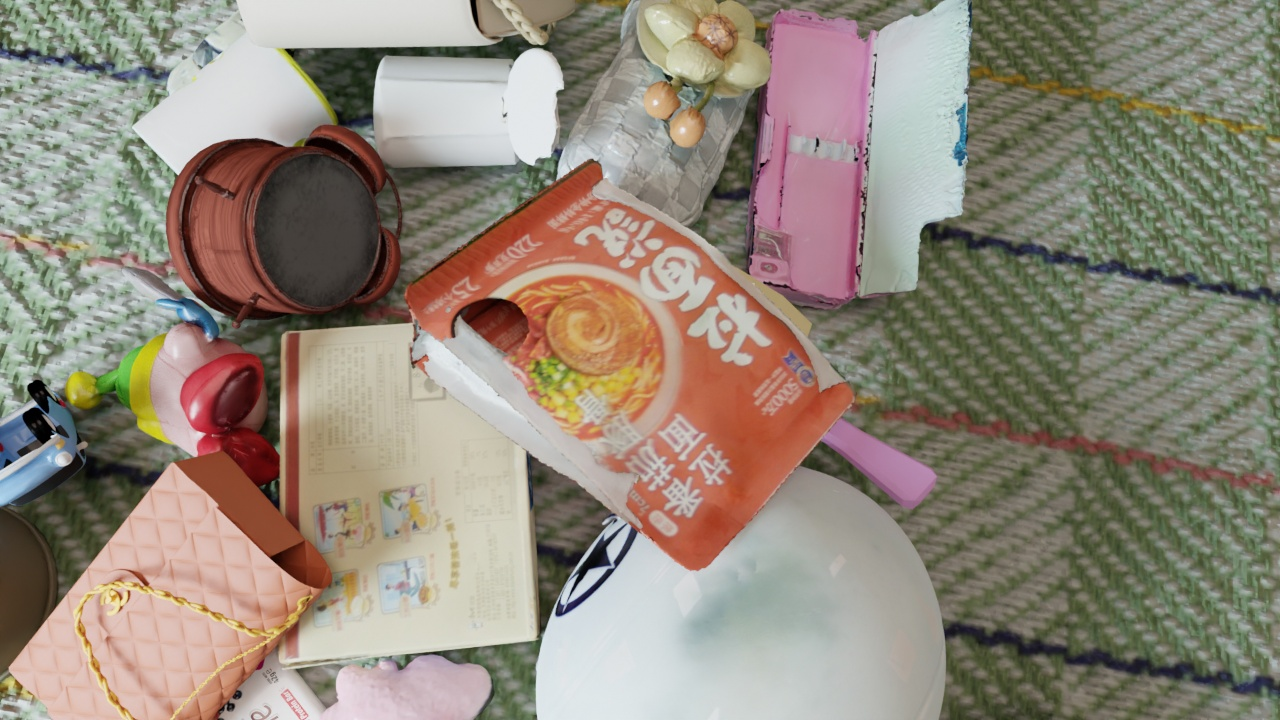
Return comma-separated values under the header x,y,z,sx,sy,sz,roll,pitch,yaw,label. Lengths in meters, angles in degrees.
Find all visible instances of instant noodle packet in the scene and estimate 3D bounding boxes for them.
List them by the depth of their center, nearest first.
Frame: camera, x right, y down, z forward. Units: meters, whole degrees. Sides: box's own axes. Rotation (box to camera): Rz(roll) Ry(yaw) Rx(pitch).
x,y,z,sx,sy,sz,roll,pitch,yaw,label
-0.003,0.003,0.539,0.221,0.084,0.164,39,58,17,instant noodle packet

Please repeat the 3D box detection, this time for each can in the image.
x,y,z,sx,sy,sz,roll,pitch,yaw,label
-0.431,0.142,0.545,0.128,0.073,0.127,1,75,-4,can

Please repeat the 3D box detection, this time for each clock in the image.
x,y,z,sx,sy,sz,roll,pitch,yaw,label
-0.219,-0.088,0.598,0.072,0.157,0.121,6,112,31,clock

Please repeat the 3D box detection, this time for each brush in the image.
x,y,z,sx,sy,sz,roll,pitch,yaw,label
0.087,0.011,0.585,0.089,0.043,0.229,-40,57,-23,brush

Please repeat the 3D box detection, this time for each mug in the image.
x,y,z,sx,sy,sz,roll,pitch,yaw,label
-0.277,-0.163,0.633,0.082,0.083,0.106,43,77,8,mug

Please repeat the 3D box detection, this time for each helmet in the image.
x,y,z,sx,sy,sz,roll,pitch,yaw,label
0.067,0.170,0.525,0.263,0.164,0.236,-43,83,-14,helmet

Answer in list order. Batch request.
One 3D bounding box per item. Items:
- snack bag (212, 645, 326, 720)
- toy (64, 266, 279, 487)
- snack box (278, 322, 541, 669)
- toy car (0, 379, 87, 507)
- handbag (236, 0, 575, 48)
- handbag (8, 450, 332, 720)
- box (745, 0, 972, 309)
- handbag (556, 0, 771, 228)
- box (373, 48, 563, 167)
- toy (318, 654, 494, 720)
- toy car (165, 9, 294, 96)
x,y,z,sx,sy,sz,roll,pitch,yaw,label
-0.235,0.220,0.567,0.070,0.016,0.196,-40,81,-11,snack bag
-0.295,0.016,0.577,0.131,0.124,0.096,31,47,34,toy
-0.147,0.082,0.589,0.153,0.055,0.207,-4,75,-5,snack box
-0.366,0.054,0.547,0.056,0.153,0.055,-38,117,-21,toy car
-0.151,-0.253,0.613,0.211,0.208,0.103,2,118,8,handbag
-0.271,0.154,0.528,0.109,0.060,0.172,43,101,5,handbag
0.158,-0.151,0.668,0.159,0.066,0.230,1,73,21,box
0.018,-0.171,0.634,0.112,0.123,0.171,27,75,-12,handbag
-0.117,-0.168,0.619,0.136,0.143,0.083,-2,97,-6,box
-0.146,0.223,0.553,0.093,0.050,0.102,20,65,2,toy
-0.300,-0.221,0.674,0.048,0.033,0.105,38,77,5,toy car
